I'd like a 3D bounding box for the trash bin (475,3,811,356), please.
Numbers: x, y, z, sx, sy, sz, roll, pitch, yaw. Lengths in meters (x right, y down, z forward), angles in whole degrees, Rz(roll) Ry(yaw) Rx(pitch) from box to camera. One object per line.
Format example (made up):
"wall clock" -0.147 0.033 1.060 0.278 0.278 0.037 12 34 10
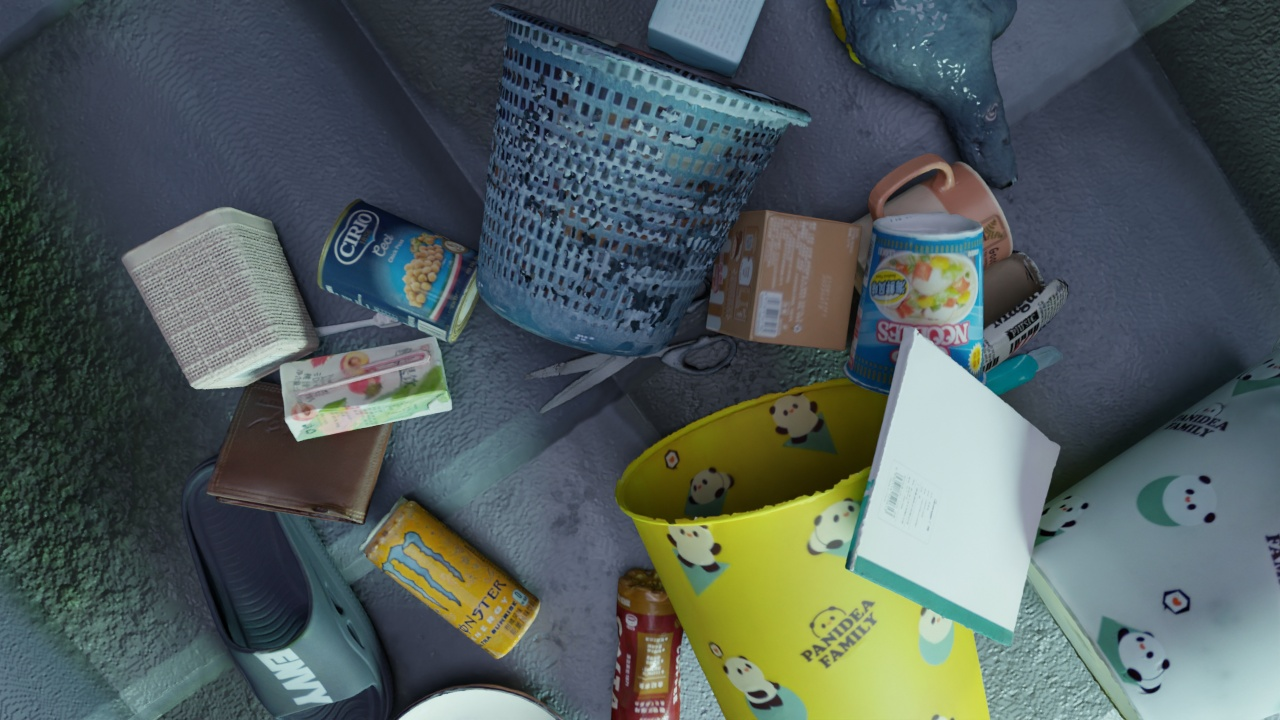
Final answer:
"trash bin" -0.021 -0.118 0.648 0.226 0.226 0.195 19 109 -2

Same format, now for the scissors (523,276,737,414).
"scissors" -0.006 -0.011 0.747 0.165 0.014 0.163 18 98 0

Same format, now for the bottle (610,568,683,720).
"bottle" 0.006 0.262 0.754 0.057 0.057 0.175 3 97 0

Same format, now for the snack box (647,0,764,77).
"snack box" 0.070 -0.311 0.692 0.074 0.051 0.175 22 95 -1

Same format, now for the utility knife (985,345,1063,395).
"utility knife" 0.265 0.029 0.750 0.174 0.013 0.029 -24 98 -1

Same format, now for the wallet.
"wallet" -0.266 0.071 0.730 0.124 0.032 0.101 10 67 -3

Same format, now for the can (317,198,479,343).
"can" -0.180 -0.068 0.708 0.111 0.075 0.075 23 96 -3

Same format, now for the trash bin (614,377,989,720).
"trash bin" 0.130 0.172 0.669 0.229 0.229 0.255 -19 101 2

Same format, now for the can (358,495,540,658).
"can" -0.153 0.176 0.744 0.146 0.058 0.058 39 95 -4

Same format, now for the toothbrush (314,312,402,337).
"toothbrush" -0.279 -0.020 0.743 0.180 0.016 0.016 -11 86 2

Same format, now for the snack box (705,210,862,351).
"snack box" 0.106 -0.061 0.691 0.077 0.094 0.093 5 96 -16

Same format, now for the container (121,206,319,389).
"container" -0.311 -0.043 0.697 0.090 0.090 0.111 -26 89 3

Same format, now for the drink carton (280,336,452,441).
"drink carton" -0.213 0.021 0.715 0.122 0.046 0.053 -11 64 -9

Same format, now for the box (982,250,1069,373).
"box" 0.257 -0.012 0.709 0.163 0.086 0.076 -35 113 1

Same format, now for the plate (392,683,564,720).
"plate" -0.133 0.359 0.774 0.192 0.039 0.192 0 97 0

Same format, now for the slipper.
"slipper" -0.298 0.203 0.737 0.111 0.083 0.268 -25 94 4

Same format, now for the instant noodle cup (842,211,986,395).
"instant noodle cup" 0.191 -0.041 0.628 0.099 0.099 0.110 -2 110 0

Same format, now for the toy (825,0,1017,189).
"toy" 0.200 -0.289 0.683 0.137 0.091 0.356 -24 98 -25

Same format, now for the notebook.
"notebook" 0.207 0.089 0.587 0.209 0.012 0.150 30 72 -38

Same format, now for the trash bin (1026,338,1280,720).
"trash bin" 0.429 0.143 0.666 0.252 0.229 0.229 -33 95 10

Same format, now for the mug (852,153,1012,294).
"mug" 0.207 -0.098 0.690 0.106 0.081 0.114 -29 134 5
